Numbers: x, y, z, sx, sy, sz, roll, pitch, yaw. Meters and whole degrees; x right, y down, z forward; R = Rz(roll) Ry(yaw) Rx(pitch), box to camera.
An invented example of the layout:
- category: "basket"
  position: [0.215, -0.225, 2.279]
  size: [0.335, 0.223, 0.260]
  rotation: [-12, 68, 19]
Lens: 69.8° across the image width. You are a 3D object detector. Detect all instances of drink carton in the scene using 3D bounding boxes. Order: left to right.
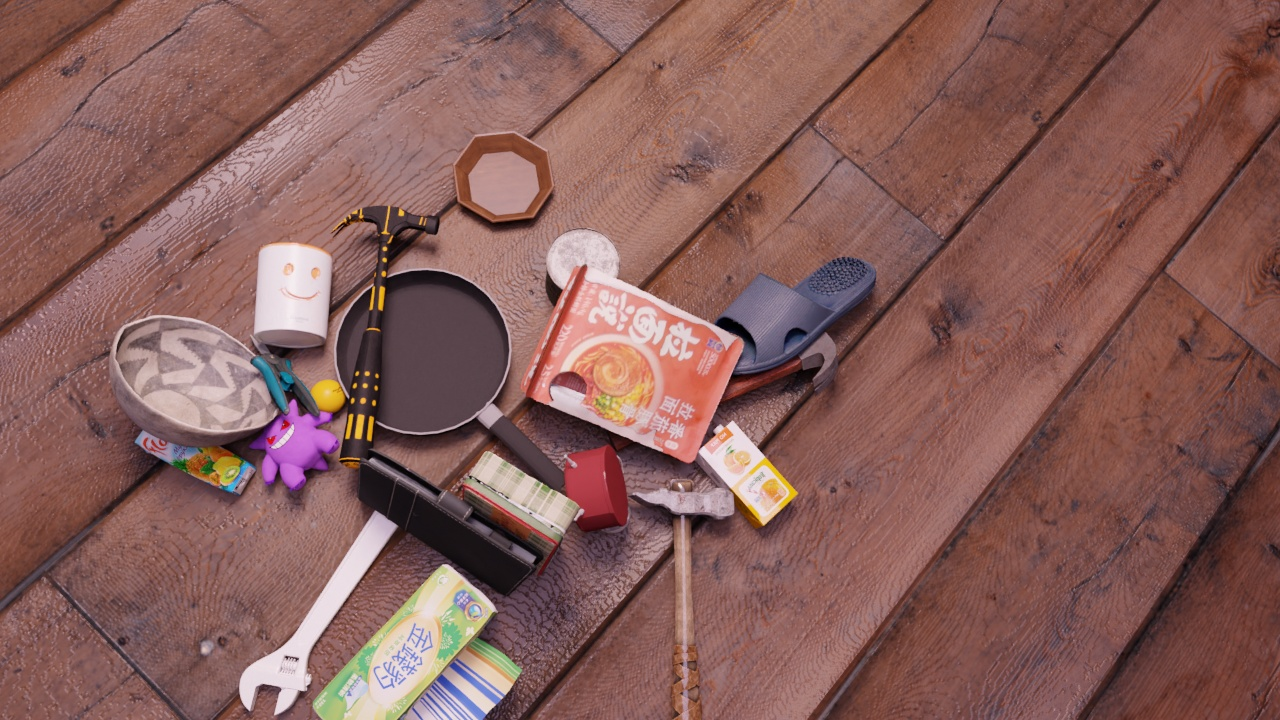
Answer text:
- category: "drink carton"
  position: [-0.501, 0.106, 1.034]
  size: [0.129, 0.039, 0.044]
  rotation: [27, 73, 1]
- category: "drink carton"
  position: [0.123, 0.135, 1.106]
  size: [0.058, 0.040, 0.122]
  rotation: [-40, 83, -16]

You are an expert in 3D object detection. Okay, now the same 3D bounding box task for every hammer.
- category: "hammer"
  position: [-0.312, -0.033, 1.060]
  size: [0.123, 0.036, 0.320]
  rotation: [4, 72, -4]
- category: "hammer"
  position: [0.049, 0.296, 1.049]
  size: [0.121, 0.049, 0.318]
  rotation: [2, 77, -13]
- category: "hammer"
  position: [0.101, 0.039, 1.120]
  size: [0.300, 0.028, 0.111]
  rotation: [-23, 41, -7]

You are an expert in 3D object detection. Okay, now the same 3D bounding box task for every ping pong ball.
- category: "ping pong ball"
  position: [-0.364, 0.042, 1.069]
  size: [0.040, 0.040, 0.040]
  rotation: [2, 74, -7]

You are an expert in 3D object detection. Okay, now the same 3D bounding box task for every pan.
- category: "pan"
  position: [-0.203, 0.043, 1.088]
  size: [0.355, 0.044, 0.203]
  rotation: [44, 74, 6]

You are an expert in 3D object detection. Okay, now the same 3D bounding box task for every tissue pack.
- category: "tissue pack"
  position: [-0.220, 0.335, 0.972]
  size: [0.141, 0.120, 0.197]
  rotation: [41, 79, 6]

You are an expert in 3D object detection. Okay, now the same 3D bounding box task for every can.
- category: "can"
  position: [-0.073, -0.108, 1.132]
  size: [0.090, 0.075, 0.089]
  rotation: [2, 73, -7]

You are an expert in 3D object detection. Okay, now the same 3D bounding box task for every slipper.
- category: "slipper"
  position: [0.186, -0.074, 1.133]
  size: [0.263, 0.083, 0.101]
  rotation: [-32, 43, -18]

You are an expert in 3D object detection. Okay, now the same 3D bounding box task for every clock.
- category: "clock"
  position: [-0.046, 0.146, 1.035]
  size: [0.048, 0.137, 0.096]
  rotation: [-13, 75, 10]

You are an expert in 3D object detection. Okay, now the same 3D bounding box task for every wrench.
- category: "wrench"
  position: [-0.345, 0.266, 1.022]
  size: [0.066, 0.018, 0.272]
  rotation: [31, 72, 2]

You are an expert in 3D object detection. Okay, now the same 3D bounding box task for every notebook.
- category: "notebook"
  position: [-0.209, 0.175, 0.978]
  size: [0.209, 0.170, 0.029]
  rotation: [32, 59, -4]

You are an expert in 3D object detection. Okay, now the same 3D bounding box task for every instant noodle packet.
- category: "instant noodle packet"
  position: [-0.006, 0.006, 1.062]
  size: [0.221, 0.084, 0.164]
  rotation: [25, 88, -12]

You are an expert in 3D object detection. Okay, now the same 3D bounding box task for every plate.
- category: "plate"
  position: [-0.175, -0.231, 1.178]
  size: [0.131, 0.025, 0.131]
  rotation: [2, 74, -7]

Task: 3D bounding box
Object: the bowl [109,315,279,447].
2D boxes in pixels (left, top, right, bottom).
- category: "bowl"
  position: [-0.500, 0.038, 1.008]
  size: [0.178, 0.178, 0.081]
  rotation: [43, 110, 6]

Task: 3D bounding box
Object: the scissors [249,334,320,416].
- category: "scissors"
  position: [-0.411, 0.020, 1.054]
  size: [0.144, 0.126, 0.019]
  rotation: [33, 107, -8]

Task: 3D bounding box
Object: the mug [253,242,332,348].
- category: "mug"
  position: [-0.407, -0.075, 1.075]
  size: [0.082, 0.082, 0.105]
  rotation: [1, 75, -7]

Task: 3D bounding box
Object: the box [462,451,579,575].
- category: "box"
  position: [-0.134, 0.168, 0.979]
  size: [0.117, 0.206, 0.050]
  rotation: [30, 65, 0]

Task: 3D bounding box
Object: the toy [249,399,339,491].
- category: "toy"
  position: [-0.393, 0.096, 1.044]
  size: [0.088, 0.056, 0.106]
  rotation: [40, 80, 8]
